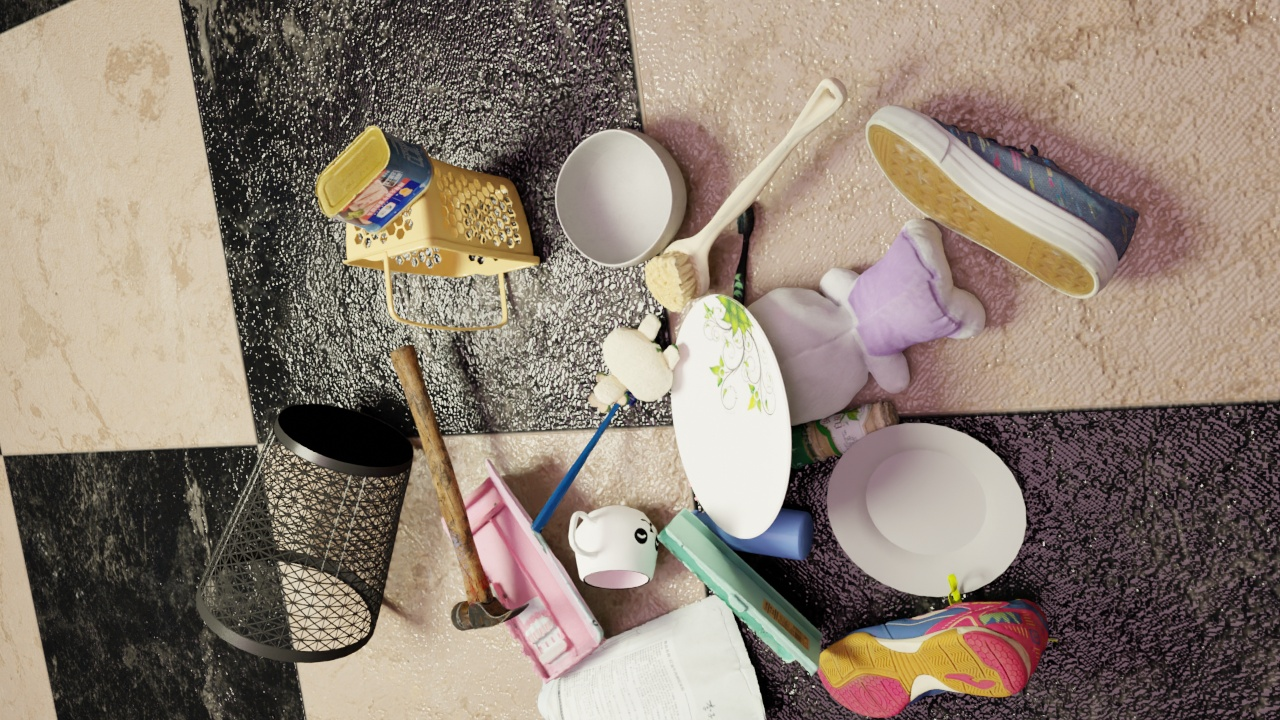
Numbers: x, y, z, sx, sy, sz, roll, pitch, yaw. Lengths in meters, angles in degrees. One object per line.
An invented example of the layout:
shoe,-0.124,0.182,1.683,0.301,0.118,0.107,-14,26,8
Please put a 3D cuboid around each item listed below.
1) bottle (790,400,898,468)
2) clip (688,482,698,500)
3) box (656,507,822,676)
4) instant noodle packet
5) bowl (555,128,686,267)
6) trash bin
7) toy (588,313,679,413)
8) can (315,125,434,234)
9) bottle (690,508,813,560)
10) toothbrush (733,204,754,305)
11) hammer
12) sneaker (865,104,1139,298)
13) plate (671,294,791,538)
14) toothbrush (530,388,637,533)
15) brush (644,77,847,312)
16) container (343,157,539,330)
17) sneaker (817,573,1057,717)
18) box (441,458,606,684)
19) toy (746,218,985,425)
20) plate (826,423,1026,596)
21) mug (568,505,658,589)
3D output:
bottle,0.188,0.070,0.866,0.110,0.042,0.042,-21,88,29
clip,0.074,0.119,0.949,0.060,0.023,0.041,-18,87,24
box,0.096,0.221,0.892,0.187,0.138,0.056,42,75,6
instant noodle packet,0.007,0.367,1.013,0.270,0.057,0.146,-28,72,25
bowl,-0.013,-0.162,0.921,0.132,0.064,0.132,5,101,28
trash bin,-0.393,0.197,1.116,0.217,0.216,0.243,27,104,22
toy,-0.006,0.006,0.954,0.087,0.050,0.112,46,110,16
can,-0.250,-0.168,0.860,0.100,0.059,0.054,-37,66,22
bottle,0.105,0.168,0.924,0.131,0.048,0.048,3,100,28
toothbrush,0.096,-0.062,0.908,0.014,0.017,0.188,13,106,35
hammer,-0.214,0.138,1.030,0.120,0.033,0.330,-23,84,43
sneaker,0.297,-0.147,0.763,0.235,0.087,0.079,41,80,20
plate,0.091,0.051,0.868,0.230,0.030,0.229,173,90,-67
toothbrush,-0.055,0.102,0.969,0.017,0.016,0.190,33,83,12
brush,0.093,-0.147,0.843,0.062,0.077,0.273,42,124,2
container,-0.209,-0.114,0.968,0.129,0.183,0.167,-9,86,29
sneaker,0.266,0.271,0.842,0.116,0.090,0.243,55,140,-1
box,-0.121,0.232,1.037,0.233,0.075,0.173,55,136,15
toy,0.192,-0.027,0.826,0.210,0.085,0.137,-30,85,24
plate,0.260,0.135,0.841,0.173,0.019,0.173,8,111,22
mug,-0.035,0.190,0.965,0.090,0.124,0.076,-20,55,29
